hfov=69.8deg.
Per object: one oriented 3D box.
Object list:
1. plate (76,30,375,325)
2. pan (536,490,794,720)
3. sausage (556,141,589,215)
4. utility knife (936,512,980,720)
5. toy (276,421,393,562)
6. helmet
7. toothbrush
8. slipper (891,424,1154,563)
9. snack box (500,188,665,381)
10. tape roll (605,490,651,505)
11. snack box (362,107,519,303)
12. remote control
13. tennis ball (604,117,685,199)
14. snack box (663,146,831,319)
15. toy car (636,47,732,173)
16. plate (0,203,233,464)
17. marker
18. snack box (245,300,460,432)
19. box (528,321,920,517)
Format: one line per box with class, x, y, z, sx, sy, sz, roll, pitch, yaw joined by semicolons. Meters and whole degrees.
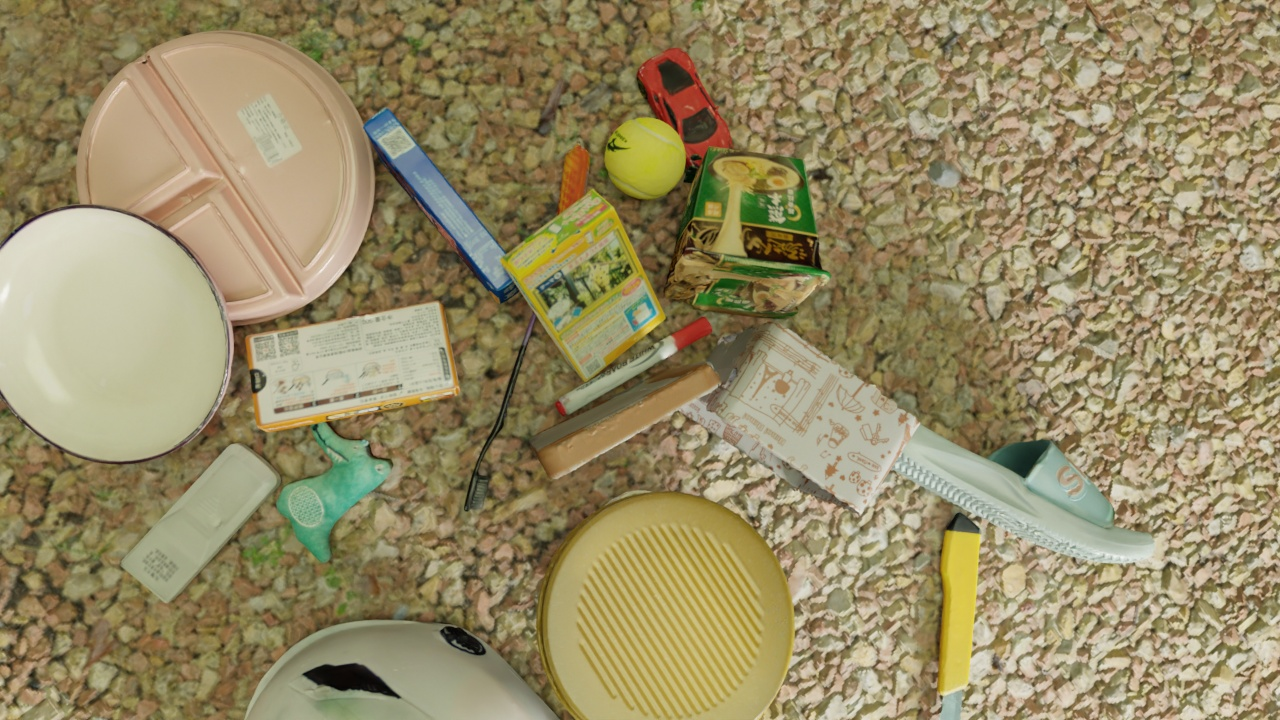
plate;-0.322;-0.141;0.705;0.229;0.028;0.229;0;91;-1
pan;0.060;0.267;0.699;0.197;0.078;0.357;-30;79;-14
sausage;-0.061;-0.099;0.752;0.021;0.021;0.165;8;86;-7
utility knife;0.264;0.240;0.776;0.033;0.015;0.223;8;84;-7
toy;-0.242;0.095;0.717;0.091;0.030;0.096;-38;85;-12
helmet;-0.176;0.313;0.653;0.258;0.146;0.229;37;83;-4
toothbrush;-0.107;0.033;0.744;0.016;0.014;0.189;20;84;-13
slipper;0.296;0.093;0.750;0.245;0.104;0.074;27;82;1
snack box;-0.039;-0.053;0.701;0.087;0.140;0.034;-39;55;-7
tape roll;0.001;0.148;0.743;0.085;0.014;0.085;3;77;-11
snack box;-0.150;-0.115;0.710;0.026;0.084;0.157;-40;92;-8
remote control;-0.336;0.123;0.705;0.049;0.024;0.125;41;84;-3
tennis ball;0.004;-0.163;0.741;0.065;0.065;0.065;0;87;-7
snack box;0.084;-0.103;0.731;0.117;0.118;0.105;7;76;-7
toy car;0.039;-0.208;0.767;0.049;0.031;0.106;-28;93;-7
plate;-0.389;-0.019;0.681;0.192;0.039;0.192;1;101;4
marker;-0.004;0.004;0.746;0.145;0.017;0.017;-30;91;-16
snack box;-0.224;0.004;0.718;0.153;0.026;0.075;-11;78;-8
box;0.052;0.039;0.680;0.269;0.179;0.136;3;88;-7
